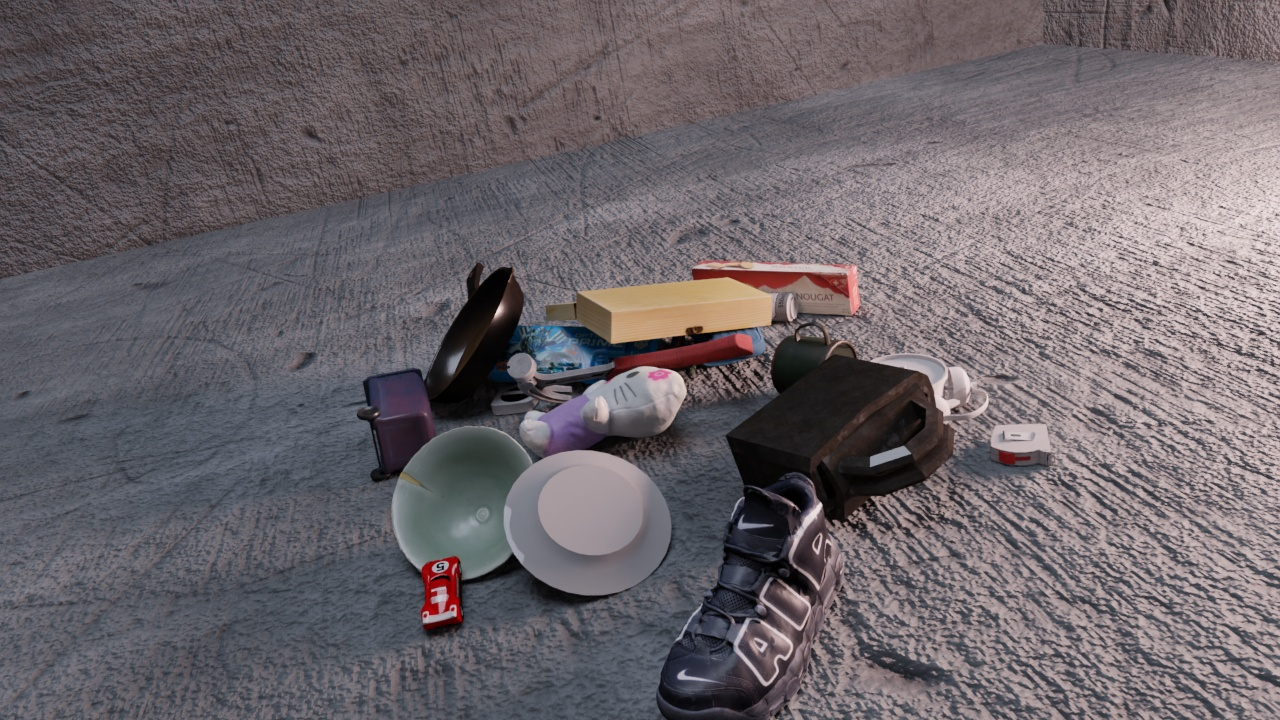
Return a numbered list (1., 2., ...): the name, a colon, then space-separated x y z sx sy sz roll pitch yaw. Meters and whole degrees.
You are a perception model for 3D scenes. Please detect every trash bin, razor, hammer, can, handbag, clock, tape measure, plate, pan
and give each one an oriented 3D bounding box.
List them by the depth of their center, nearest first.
1. plate: -0.051 0.156 0.936 0.172 0.019 0.172 6 47 -7
2. handbag: 0.234 0.086 0.969 0.196 0.102 0.200 -33 24 -26
3. tape measure: 0.411 0.090 0.990 0.062 0.020 0.060 -2 25 19
4. clock: 0.330 0.037 1.091 0.159 0.061 0.119 10 31 41
5. hammer: -0.007 0.007 1.221 0.316 0.126 0.036 -10 65 12
6. trash bin: -0.330 0.078 1.244 0.092 0.094 0.161 -11 23 -14
7. tape measure: -0.179 0.055 1.322 0.065 0.017 0.064 -5 25 12
8. razor: 0.066 -0.014 1.359 0.018 0.044 0.140 9 27 -13
9. pan: -0.251 -0.063 1.420 0.249 0.043 0.355 -50 24 19
10. can: 0.190 -0.084 1.439 0.107 0.044 0.043 2 27 27

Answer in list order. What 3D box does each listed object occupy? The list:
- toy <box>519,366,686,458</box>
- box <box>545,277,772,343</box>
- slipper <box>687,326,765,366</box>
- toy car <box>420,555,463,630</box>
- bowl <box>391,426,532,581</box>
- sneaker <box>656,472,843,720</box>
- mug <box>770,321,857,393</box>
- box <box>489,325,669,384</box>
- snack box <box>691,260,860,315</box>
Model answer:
1. toy: -0.044 0.068 1.144 0.209 0.085 0.137 -19 4 -2
2. box: 0.020 -0.077 1.334 0.246 0.076 0.257 -6 6 -25
3. slipper: 0.127 -0.023 1.317 0.104 0.059 0.213 -5 11 -6
4. toy car: -0.199 0.230 0.916 0.038 0.025 0.089 -13 38 -4
5. bowl: -0.183 0.162 1.013 0.174 0.068 0.174 -7 65 16
6. sneaker: 0.094 0.181 0.761 0.097 0.151 0.251 7 30 33
7. mug: 0.216 0.000 1.161 0.081 0.111 0.084 11 36 43
8. box: -0.090 -0.025 1.370 0.244 0.075 0.166 1 23 15
9. snack box: 0.211 -0.117 1.468 0.273 0.077 0.044 6 32 33
